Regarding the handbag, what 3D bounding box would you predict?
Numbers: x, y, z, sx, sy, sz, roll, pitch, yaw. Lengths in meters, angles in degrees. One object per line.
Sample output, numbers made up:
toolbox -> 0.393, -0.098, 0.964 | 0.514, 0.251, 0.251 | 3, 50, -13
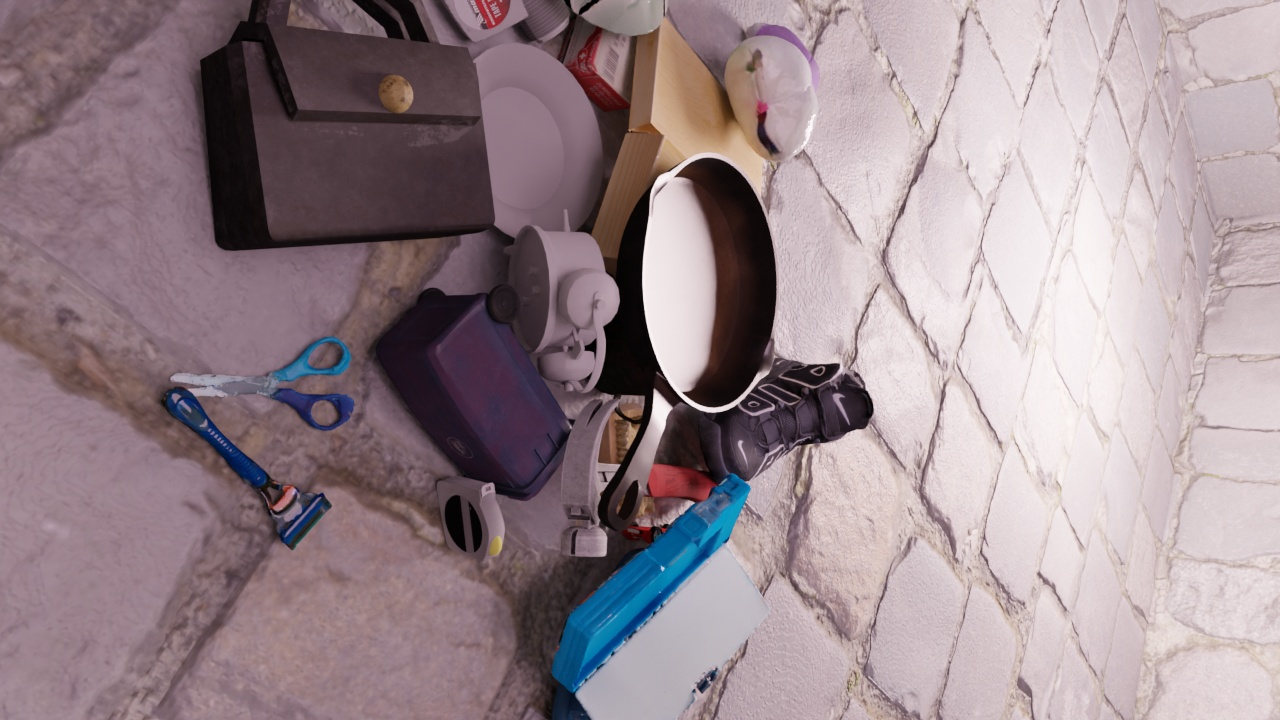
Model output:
handbag -> -0.195, -0.185, 0.648 | 0.196, 0.102, 0.199 | -14, 100, -46

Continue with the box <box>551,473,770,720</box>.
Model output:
box -> 0.022, 0.227, 0.846 | 0.242, 0.075, 0.167 | -33, 118, -43

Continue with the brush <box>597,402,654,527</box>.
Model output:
brush -> -0.012, 0.102, 0.889 | 0.049, 0.039, 0.117 | -8, 100, -48

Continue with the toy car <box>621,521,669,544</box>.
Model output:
toy car -> 0.021, 0.178, 0.924 | 0.089, 0.038, 0.025 | 14, 82, -46

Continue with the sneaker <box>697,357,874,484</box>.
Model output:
sneaker -> 0.171, 0.064, 0.985 | 0.251, 0.151, 0.097 | -31, 109, -54

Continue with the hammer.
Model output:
hammer -> 0.015, 0.110, 0.857 | 0.315, 0.036, 0.126 | 19, 72, -64

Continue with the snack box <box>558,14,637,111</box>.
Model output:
snack box -> -0.009, -0.379, 0.896 | 0.076, 0.044, 0.272 | 32, 67, -48

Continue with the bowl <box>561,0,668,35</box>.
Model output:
bowl -> -0.020, -0.377, 0.792 | 0.174, 0.068, 0.174 | 14, 68, -36

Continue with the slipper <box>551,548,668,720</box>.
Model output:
slipper -> -0.014, 0.284, 0.872 | 0.104, 0.059, 0.213 | 45, 57, -39

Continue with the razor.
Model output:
razor -> -0.271, 0.069, 0.626 | 0.043, 0.018, 0.141 | -52, 124, -29

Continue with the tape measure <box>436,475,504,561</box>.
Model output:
tape measure -> -0.136, 0.126, 0.738 | 0.016, 0.064, 0.065 | -17, 106, -46

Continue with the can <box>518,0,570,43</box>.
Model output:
can -> -0.105, -0.329, 0.790 | 0.106, 0.044, 0.043 | 53, 54, -33

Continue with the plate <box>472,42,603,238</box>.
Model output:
plate -> -0.101, -0.189, 0.810 | 0.172, 0.019, 0.173 | 1, 89, -47

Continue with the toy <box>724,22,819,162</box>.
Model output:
toy -> 0.151, -0.294, 0.997 | 0.208, 0.086, 0.138 | -66, 137, -57

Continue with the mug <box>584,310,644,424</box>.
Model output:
mug -> -0.005, 0.005, 0.865 | 0.085, 0.081, 0.111 | 23, 73, -45

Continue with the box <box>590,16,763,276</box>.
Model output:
box -> 0.055, -0.169, 0.925 | 0.247, 0.076, 0.256 | 31, 61, -55

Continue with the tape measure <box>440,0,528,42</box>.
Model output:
tape measure -> -0.132, -0.301, 0.759 | 0.062, 0.020, 0.060 | -32, 126, -8

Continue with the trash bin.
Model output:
trash bin -> -0.124, 0.027, 0.732 | 0.092, 0.094, 0.161 | -52, 128, -34

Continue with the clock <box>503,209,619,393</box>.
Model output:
clock -> -0.066, -0.045, 0.756 | 0.061, 0.120, 0.159 | -2, 49, -26

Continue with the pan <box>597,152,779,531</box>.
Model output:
pan -> 0.029, -0.016, 0.797 | 0.249, 0.043, 0.355 | 51, 52, -41

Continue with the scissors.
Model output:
scissors -> -0.261, 0.023, 0.641 | 0.133, 0.016, 0.073 | -6, 96, -46
